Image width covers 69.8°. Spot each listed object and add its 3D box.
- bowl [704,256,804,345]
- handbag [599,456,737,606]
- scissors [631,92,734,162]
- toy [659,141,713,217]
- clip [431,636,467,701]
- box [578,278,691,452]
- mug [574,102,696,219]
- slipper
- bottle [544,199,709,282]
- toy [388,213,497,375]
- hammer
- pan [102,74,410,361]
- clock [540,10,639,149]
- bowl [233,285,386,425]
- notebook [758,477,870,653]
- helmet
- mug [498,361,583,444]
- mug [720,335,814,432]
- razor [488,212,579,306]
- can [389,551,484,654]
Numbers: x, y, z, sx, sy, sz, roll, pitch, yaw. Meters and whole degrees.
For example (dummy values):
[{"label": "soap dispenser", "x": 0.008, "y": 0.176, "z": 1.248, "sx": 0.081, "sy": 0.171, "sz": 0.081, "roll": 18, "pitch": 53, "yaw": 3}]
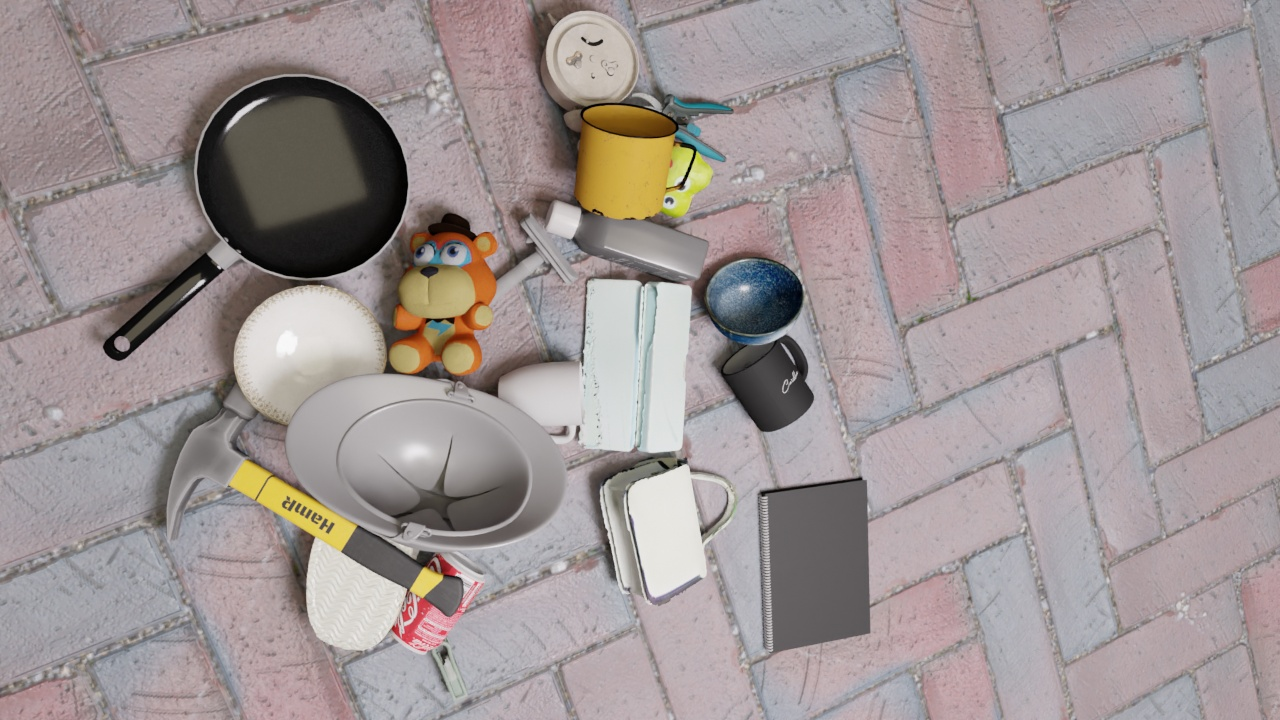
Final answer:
[{"label": "bowl", "x": 0.133, "y": -0.059, "z": 1.079, "sx": 0.114, "sy": 0.061, "sz": 0.114, "roll": -2, "pitch": 56, "yaw": 3}, {"label": "handbag", "x": 0.041, "y": 0.188, "z": 1.091, "sx": 0.175, "sy": 0.074, "sz": 0.151, "roll": -19, "pitch": 103, "yaw": -34}, {"label": "scissors", "x": 0.055, "y": -0.272, "z": 1.048, "sx": 0.124, "sy": 0.019, "sz": 0.156, "roll": -48, "pitch": 122, "yaw": -20}, {"label": "toy", "x": 0.016, "y": -0.215, "z": 1.031, "sx": 0.118, "sy": 0.043, "sz": 0.092, "roll": 33, "pitch": 130, "yaw": -10}, {"label": "clip", "x": -0.217, "y": 0.347, "z": 1.039, "sx": 0.023, "sy": 0.043, "sz": 0.076, "roll": -22, "pitch": 103, "yaw": -16}, {"label": "box", "x": -0.004, "y": 0.006, "z": 1.064, "sx": 0.126, "sy": 0.074, "sz": 0.197, "roll": 4, "pitch": 92, "yaw": 2}, {"label": "mug", "x": -0.006, "y": -0.206, "z": 0.962, "sx": 0.123, "sy": 0.100, "sz": 0.094, "roll": 7, "pitch": 123, "yaw": -4}, {"label": "slipper", "x": -0.285, "y": 0.169, "z": 0.985, "sx": 0.114, "sy": 0.054, "sz": 0.272, "roll": 12, "pitch": 83, "yaw": -14}, {"label": "bottle", "x": -0.020, "y": -0.135, "z": 1.021, "sx": 0.173, "sy": 0.084, "sz": 0.046, "roll": 16, "pitch": 88, "yaw": -17}, {"label": "toy", "x": -0.203, "y": -0.067, "z": 0.961, "sx": 0.112, "sy": 0.096, "sz": 0.175, "roll": -1, "pitch": 65, "yaw": 14}, {"label": "hammer", "x": -0.326, "y": 0.171, "z": 0.939, "sx": 0.324, "sy": 0.034, "sz": 0.169, "roll": 31, "pitch": 82, "yaw": -3}, {"label": "pan", "x": -0.394, "y": -0.131, "z": 0.926, "sx": 0.355, "sy": 0.044, "sz": 0.204, "roll": -45, "pitch": 106, "yaw": -8}, {"label": "clock", "x": -0.060, "y": -0.299, "z": 1.004, "sx": 0.103, "sy": 0.061, "sz": 0.157, "roll": 0, "pitch": 88, "yaw": -20}, {"label": "bowl", "x": -0.338, "y": -0.006, "z": 0.946, "sx": 0.145, "sy": 0.063, "sz": 0.145, "roll": -2, "pitch": 97, "yaw": -18}, {"label": "notebook", "x": 0.224, "y": 0.261, "z": 1.173, "sx": 0.149, "sy": 0.016, "sz": 0.207, "roll": -5, "pitch": 97, "yaw": -18}, {"label": "helmet", "x": -0.215, "y": 0.123, "z": 0.925, "sx": 0.271, "sy": 0.118, "sz": 0.183, "roll": 15, "pitch": 51, "yaw": -6}, {"label": "mug", "x": -0.109, "y": 0.052, "z": 1.027, "sx": 0.089, "sy": 0.071, "sz": 0.107, "roll": -2, "pitch": 126, "yaw": -1}, {"label": "mug", "x": 0.162, "y": 0.018, "z": 1.102, "sx": 0.113, "sy": 0.078, "sz": 0.088, "roll": -46, "pitch": 108, "yaw": -35}, {"label": "razor", "x": -0.140, "y": -0.092, "z": 1.013, "sx": 0.116, "sy": 0.047, "sz": 0.088, "roll": -38, "pitch": 105, "yaw": -2}, {"label": "can", "x": -0.224, "y": 0.264, "z": 1.008, "sx": 0.064, "sy": 0.064, "sz": 0.104, "roll": 38, "pitch": 84, "yaw": -17}]
